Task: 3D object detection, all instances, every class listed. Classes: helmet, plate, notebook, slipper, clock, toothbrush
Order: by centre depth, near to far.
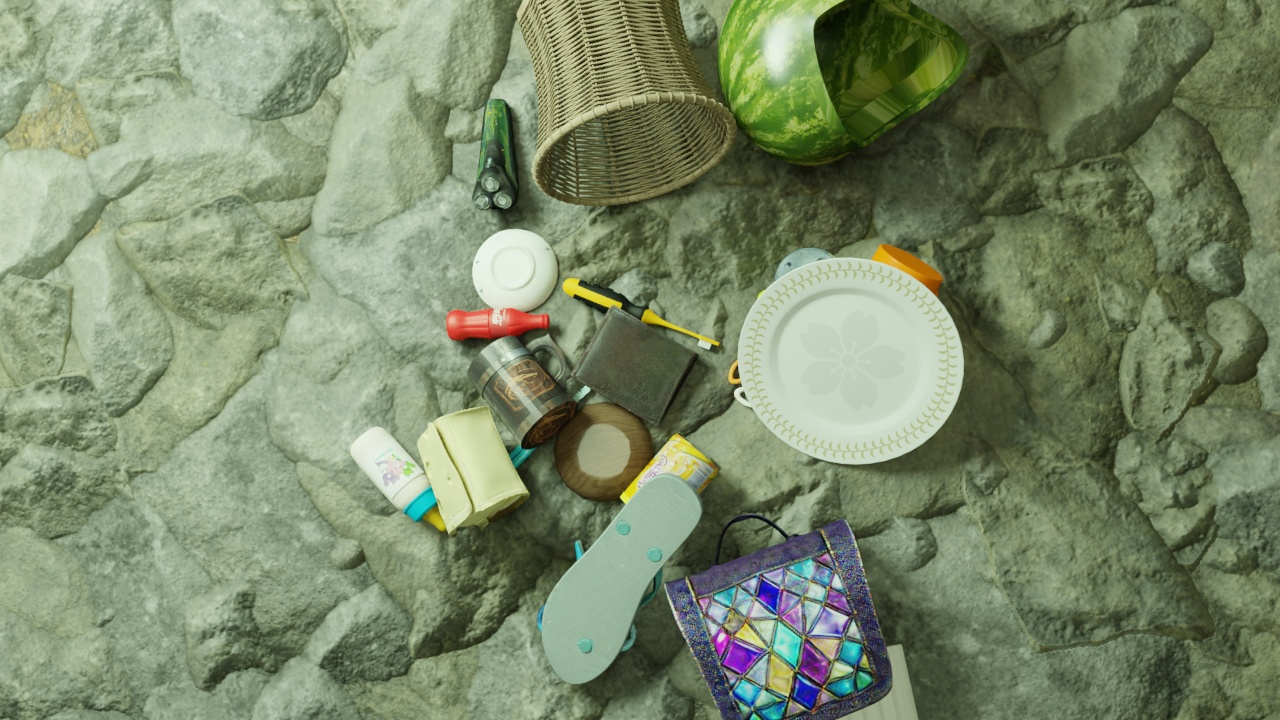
[{"bbox_3d":[0.199,-0.340,1.006,0.247,0.213,0.243,-46,44,6],"label":"helmet"},{"bbox_3d":[-0.025,0.232,1.006,0.098,0.054,0.269,32,104,7],"label":"slipper"},{"bbox_3d":[0.228,0.003,1.012,0.243,0.016,0.243,7,114,17],"label":"plate"},{"bbox_3d":[0.202,0.406,1.020,0.210,0.009,0.142,-11,82,2],"label":"notebook"},{"bbox_3d":[0.185,-0.074,1.057,0.083,0.057,0.119,37,86,6],"label":"clock"},{"bbox_3d":[0.001,-0.055,1.082,0.197,0.031,0.031,21,99,1],"label":"toothbrush"},{"bbox_3d":[-0.152,-0.109,1.097,0.104,0.026,0.104,-1,83,4],"label":"plate"}]

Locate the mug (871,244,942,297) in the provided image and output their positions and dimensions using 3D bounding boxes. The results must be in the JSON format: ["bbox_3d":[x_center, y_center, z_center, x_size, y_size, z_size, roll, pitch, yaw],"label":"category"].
[{"bbox_3d":[0.291,-0.066,1.033,0.112,0.077,0.096,11,118,-33],"label":"mug"}]

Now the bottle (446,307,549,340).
[{"bbox_3d":[-0.167,-0.044,1.084,0.119,0.036,0.036,-2,83,3],"label":"bottle"}]

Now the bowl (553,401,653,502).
[{"bbox_3d":[-0.044,0.105,1.061,0.118,0.030,0.117,0,83,3],"label":"bowl"}]

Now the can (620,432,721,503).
[{"bbox_3d":[0.034,0.140,1.034,0.067,0.067,0.105,41,86,7],"label":"can"}]

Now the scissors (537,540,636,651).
[{"bbox_3d":[-0.063,0.275,1.051,0.138,0.011,0.134,-19,85,2],"label":"scissors"}]

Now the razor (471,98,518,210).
[{"bbox_3d":[-0.173,-0.249,1.098,0.054,0.067,0.151,-1,75,-1],"label":"razor"}]

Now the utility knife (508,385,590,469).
[{"bbox_3d":[-0.124,0.090,1.077,0.181,0.015,0.022,-46,63,-5],"label":"utility knife"}]

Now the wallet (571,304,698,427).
[{"bbox_3d":[-0.006,0.006,1.061,0.120,0.031,0.099,30,86,-8],"label":"wallet"}]

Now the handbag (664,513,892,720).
[{"bbox_3d":[0.146,0.272,0.981,0.205,0.125,0.222,-20,76,0],"label":"handbag"}]

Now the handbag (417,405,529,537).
[{"bbox_3d":[-0.193,0.127,1.022,0.081,0.111,0.119,-14,71,-41],"label":"handbag"}]

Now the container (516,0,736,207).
[{"bbox_3d":[-0.026,-0.312,1.024,0.227,0.227,0.196,-14,75,1],"label":"container"}]

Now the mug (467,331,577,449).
[{"bbox_3d":[-0.122,0.027,1.053,0.115,0.080,0.107,-31,69,-29],"label":"mug"}]

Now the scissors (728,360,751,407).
[{"bbox_3d":[0.167,0.016,1.069,0.128,0.013,0.064,-15,83,2],"label":"scissors"}]

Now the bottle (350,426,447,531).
[{"bbox_3d":[-0.272,0.142,1.059,0.051,0.051,0.146,-43,83,-3],"label":"bottle"}]
